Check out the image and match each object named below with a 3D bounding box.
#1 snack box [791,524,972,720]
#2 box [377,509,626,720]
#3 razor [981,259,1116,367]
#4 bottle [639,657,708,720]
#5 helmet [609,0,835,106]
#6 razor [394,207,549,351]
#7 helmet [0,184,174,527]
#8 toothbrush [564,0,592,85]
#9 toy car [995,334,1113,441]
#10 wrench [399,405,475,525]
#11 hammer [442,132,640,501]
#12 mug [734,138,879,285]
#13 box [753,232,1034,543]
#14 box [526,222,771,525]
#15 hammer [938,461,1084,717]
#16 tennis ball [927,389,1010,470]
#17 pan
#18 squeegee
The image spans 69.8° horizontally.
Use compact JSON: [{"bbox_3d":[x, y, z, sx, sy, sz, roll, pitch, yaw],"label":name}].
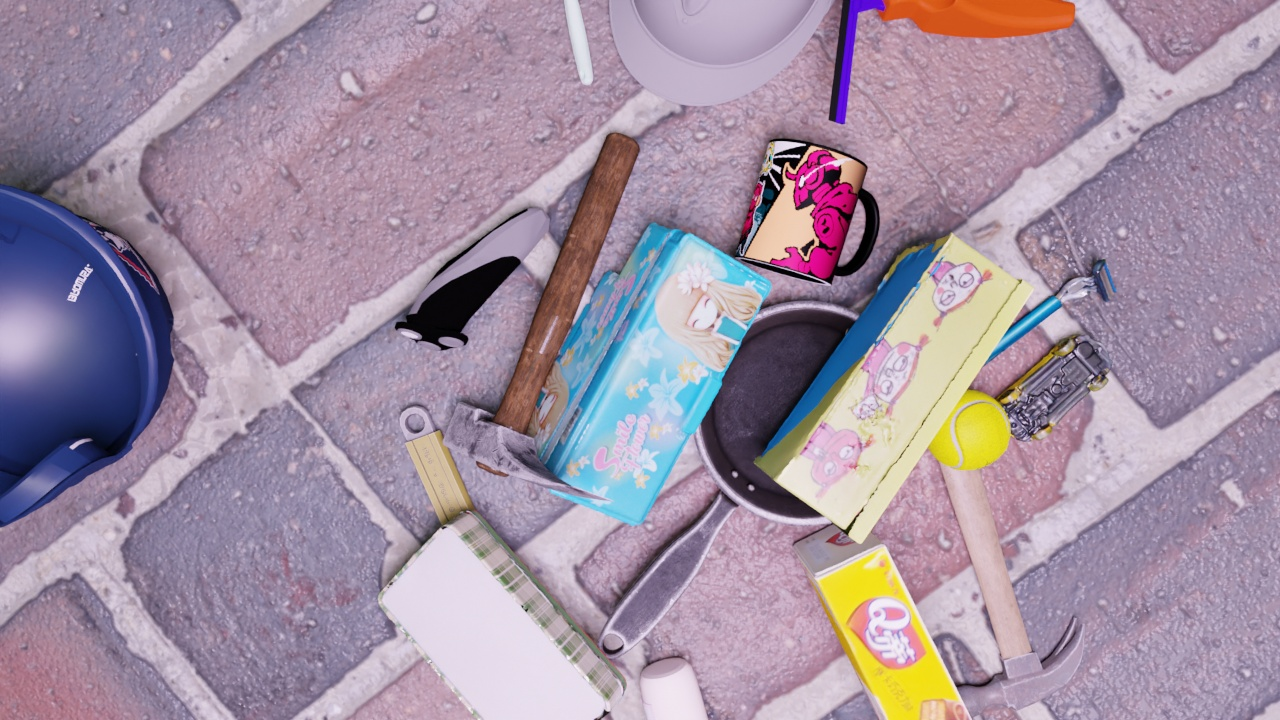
[{"bbox_3d":[0.208,0.251,0.750,0.061,0.110,0.230,-27,92,1],"label":"snack box"},{"bbox_3d":[-0.116,0.234,0.767,0.205,0.049,0.118,45,109,7],"label":"box"},{"bbox_3d":[0.330,-0.032,0.772,0.144,0.022,0.042,-36,127,8],"label":"razor"},{"bbox_3d":[0.039,0.334,0.793,0.051,0.051,0.146,-15,93,4],"label":"bottle"},{"bbox_3d":[0.078,-0.339,0.714,0.183,0.117,0.271,29,93,1],"label":"helmet"},{"bbox_3d":[-0.137,-0.071,0.777,0.060,0.057,0.156,36,86,28],"label":"razor"},{"bbox_3d":[-0.471,-0.023,0.705,0.232,0.222,0.273,43,125,-14],"label":"helmet"},{"bbox_3d":[-0.059,-0.310,0.774,0.022,0.015,0.155,-8,95,33],"label":"toothbrush"},{"bbox_3d":[0.345,0.023,0.768,0.107,0.030,0.049,-42,90,7],"label":"toy car"},{"bbox_3d":[-0.144,0.164,0.807,0.083,0.018,0.273,-23,92,4],"label":"wrench"},{"bbox_3d":[-0.045,-0.044,0.723,0.037,0.218,0.300,26,82,-34],"label":"hammer"},{"bbox_3d":[0.145,-0.115,0.751,0.118,0.082,0.098,15,95,-26],"label":"mug"},{"bbox_3d":[0.185,0.017,0.694,0.081,0.124,0.221,37,89,-2],"label":"box"},{"bbox_3d":[-0.005,0.004,0.764,0.098,0.121,0.227,26,95,-27],"label":"box"},{"bbox_3d":[0.285,0.137,0.786,0.119,0.030,0.331,-17,90,3],"label":"hammer"},{"bbox_3d":[0.262,0.055,0.737,0.065,0.065,0.065,0,94,3],"label":"tennis ball"},{"bbox_3d":[0.083,0.109,0.774,0.187,0.055,0.357,40,95,0],"label":"pan"},{"bbox_3d":[0.255,-0.289,0.740,0.185,0.055,0.249,8,79,2],"label":"squeegee"}]
